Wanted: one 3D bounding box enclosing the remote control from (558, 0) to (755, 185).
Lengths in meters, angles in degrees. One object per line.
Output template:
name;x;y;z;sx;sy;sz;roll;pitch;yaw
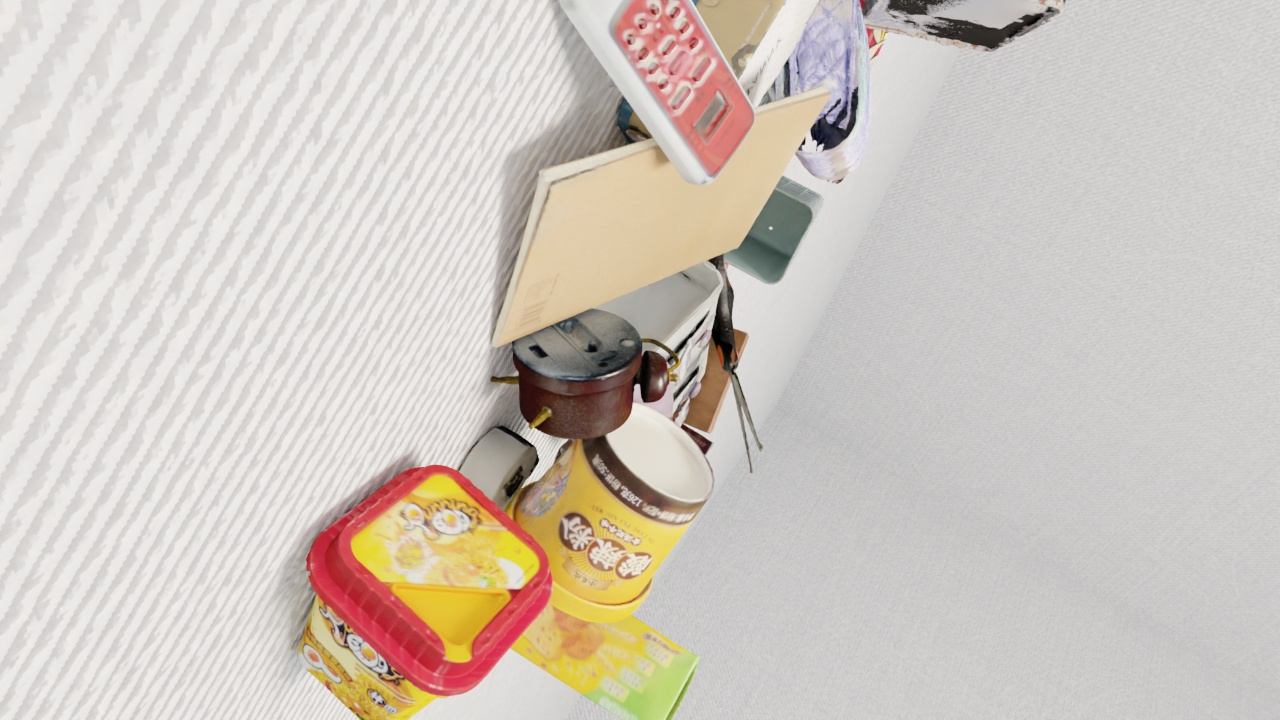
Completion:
remote control;0.013;-0.147;0.448;0.055;0.020;0.136;-54;135;-11

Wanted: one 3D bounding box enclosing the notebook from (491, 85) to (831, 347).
notebook;0.012;-0.086;0.557;0.211;0.012;0.150;-25;159;-32

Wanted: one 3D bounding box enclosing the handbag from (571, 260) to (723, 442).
handbag;-0.004;0.004;0.744;0.144;0.098;0.197;-50;166;-16

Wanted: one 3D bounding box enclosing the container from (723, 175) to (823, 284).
container;0.132;-0.145;0.945;0.090;0.090;0.111;-65;170;25

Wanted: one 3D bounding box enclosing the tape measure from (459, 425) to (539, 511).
tape measure;-0.104;0.082;0.657;0.065;0.033;0.066;-57;168;-17

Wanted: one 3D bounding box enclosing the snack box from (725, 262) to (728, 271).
snack box;0.042;-0.038;0.979;0.152;0.025;0.075;-53;168;-25

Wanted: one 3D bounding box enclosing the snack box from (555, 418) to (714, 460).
snack box;-0.007;0.099;0.900;0.125;0.113;0.053;-41;159;-55

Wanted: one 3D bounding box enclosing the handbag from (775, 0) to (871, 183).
handbag;0.166;-0.238;0.820;0.193;0.076;0.134;-10;101;-73

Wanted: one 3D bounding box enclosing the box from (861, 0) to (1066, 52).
box;0.265;-0.377;0.747;0.183;0.156;0.193;-78;-178;-82

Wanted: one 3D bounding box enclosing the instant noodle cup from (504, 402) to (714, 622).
instant noodle cup;-0.018;0.100;0.637;0.115;0.118;0.118;-52;172;24

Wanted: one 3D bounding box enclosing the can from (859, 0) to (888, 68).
can;0.216;-0.315;0.949;0.053;0.053;0.133;-44;161;-52

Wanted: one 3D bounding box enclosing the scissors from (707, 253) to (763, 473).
scissors;0.073;-0.022;0.782;0.210;0.021;0.222;-121;-159;-80

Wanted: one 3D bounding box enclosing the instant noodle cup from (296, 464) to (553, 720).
instant noodle cup;-0.132;0.144;0.532;0.124;0.116;0.115;-53;173;36

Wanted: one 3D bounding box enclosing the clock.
clock;-0.030;0.005;0.597;0.121;0.082;0.055;-17;129;-28

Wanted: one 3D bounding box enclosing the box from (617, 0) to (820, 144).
box;0.058;-0.202;0.576;0.184;0.060;0.090;-61;169;-2

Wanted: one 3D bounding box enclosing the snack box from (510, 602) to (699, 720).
snack box;-0.059;0.217;0.741;0.070;0.210;0.158;-57;169;-17

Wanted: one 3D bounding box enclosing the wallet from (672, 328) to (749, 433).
wallet;0.042;0.007;0.871;0.020;0.115;0.101;22;90;-48

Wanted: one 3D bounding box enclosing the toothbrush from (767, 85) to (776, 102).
toothbrush;0.127;-0.246;0.849;0.016;0.016;0.180;-67;166;9
